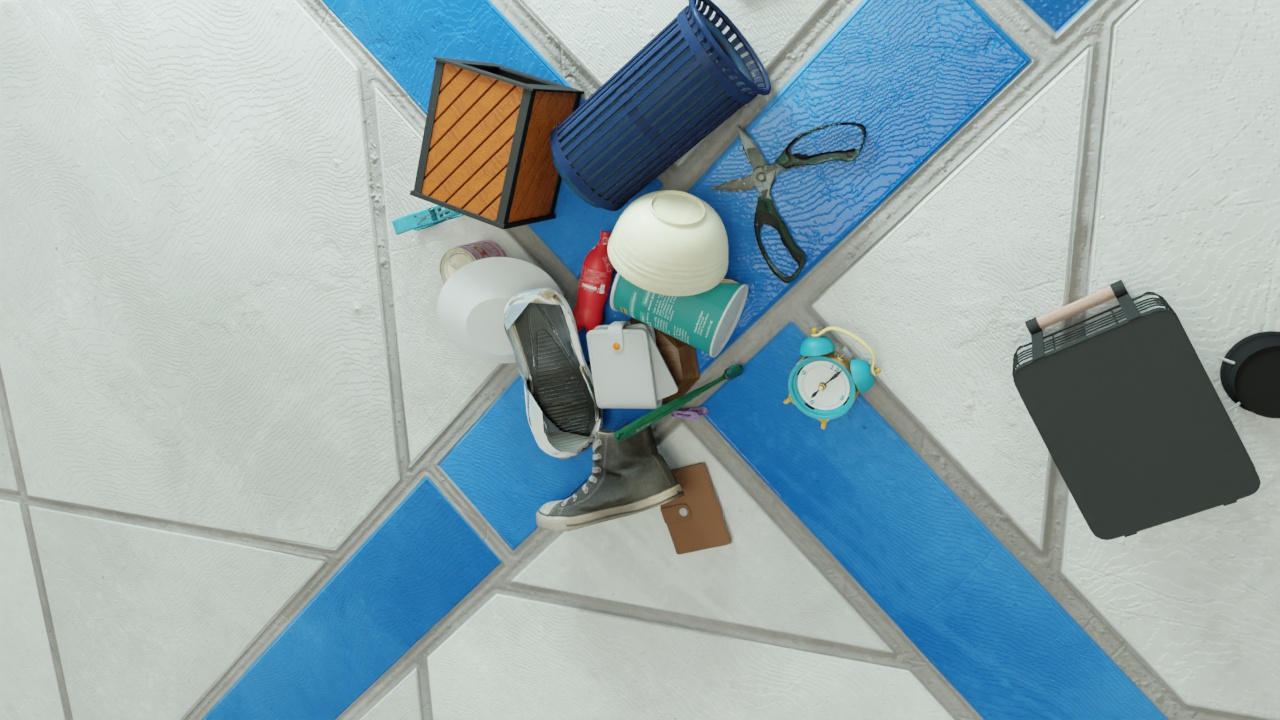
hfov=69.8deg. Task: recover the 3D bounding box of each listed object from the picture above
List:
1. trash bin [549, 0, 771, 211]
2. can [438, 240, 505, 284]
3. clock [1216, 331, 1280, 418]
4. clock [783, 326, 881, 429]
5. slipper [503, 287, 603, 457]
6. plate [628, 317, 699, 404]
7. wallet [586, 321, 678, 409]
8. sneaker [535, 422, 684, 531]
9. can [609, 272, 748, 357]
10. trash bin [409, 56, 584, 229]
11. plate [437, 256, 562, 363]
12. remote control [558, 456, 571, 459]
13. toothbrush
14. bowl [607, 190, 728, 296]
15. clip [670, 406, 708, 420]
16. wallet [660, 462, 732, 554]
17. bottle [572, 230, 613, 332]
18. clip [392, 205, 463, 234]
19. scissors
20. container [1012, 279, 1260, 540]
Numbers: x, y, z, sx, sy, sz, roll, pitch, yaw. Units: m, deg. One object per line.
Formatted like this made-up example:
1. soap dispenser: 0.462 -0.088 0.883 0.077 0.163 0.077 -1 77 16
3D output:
1. trash bin: 0.014 -0.295 1.092 0.250 0.139 0.139 -35 89 28
2. can: -0.231 -0.130 1.272 0.067 0.076 0.067 6 106 21
3. clock: 0.670 0.014 0.949 0.121 0.042 0.091 -10 100 25
4. clock: 0.234 0.020 1.137 0.099 0.043 0.130 34 121 11
5. slipper: -0.115 0.015 1.252 0.111 0.063 0.264 -11 122 6
6. plate: 0.014 0.004 1.232 0.131 0.025 0.131 6 106 21
7. wallet: -0.007 0.007 1.206 0.115 0.037 0.118 -1 107 23
8. sneaker: -0.060 0.163 1.273 0.235 0.095 0.120 -22 84 36
9. can: 0.049 -0.079 1.155 0.144 0.099 0.099 26 112 15
10. trash bin: -0.182 -0.279 1.176 0.140 0.139 0.172 22 111 16
11. plate: -0.189 -0.055 1.245 0.174 0.036 0.174 -3 127 -4
12. remote control: -0.129 0.078 1.319 0.033 0.013 0.136 -21 95 26
13. toothbrush: 0.050 0.055 1.192 0.190 0.017 0.016 -30 85 1
14. bowl: 0.039 -0.155 1.101 0.151 0.150 0.075 26 136 15
15. clip: 0.064 0.070 1.234 0.050 0.029 0.013 1 103 35
16. wallet: 0.069 0.206 1.270 0.088 0.013 0.121 -17 95 26
17. bottle: -0.061 -0.104 1.226 0.042 0.041 0.142 20 111 17
18. clip: -0.283 -0.207 1.303 0.130 0.120 0.030 -17 94 3
19. scissors: 0.190 -0.209 1.108 0.206 0.015 0.201 -24 96 27
20. container: 0.516 0.054 0.975 0.163 0.130 0.241 -27 92 26
